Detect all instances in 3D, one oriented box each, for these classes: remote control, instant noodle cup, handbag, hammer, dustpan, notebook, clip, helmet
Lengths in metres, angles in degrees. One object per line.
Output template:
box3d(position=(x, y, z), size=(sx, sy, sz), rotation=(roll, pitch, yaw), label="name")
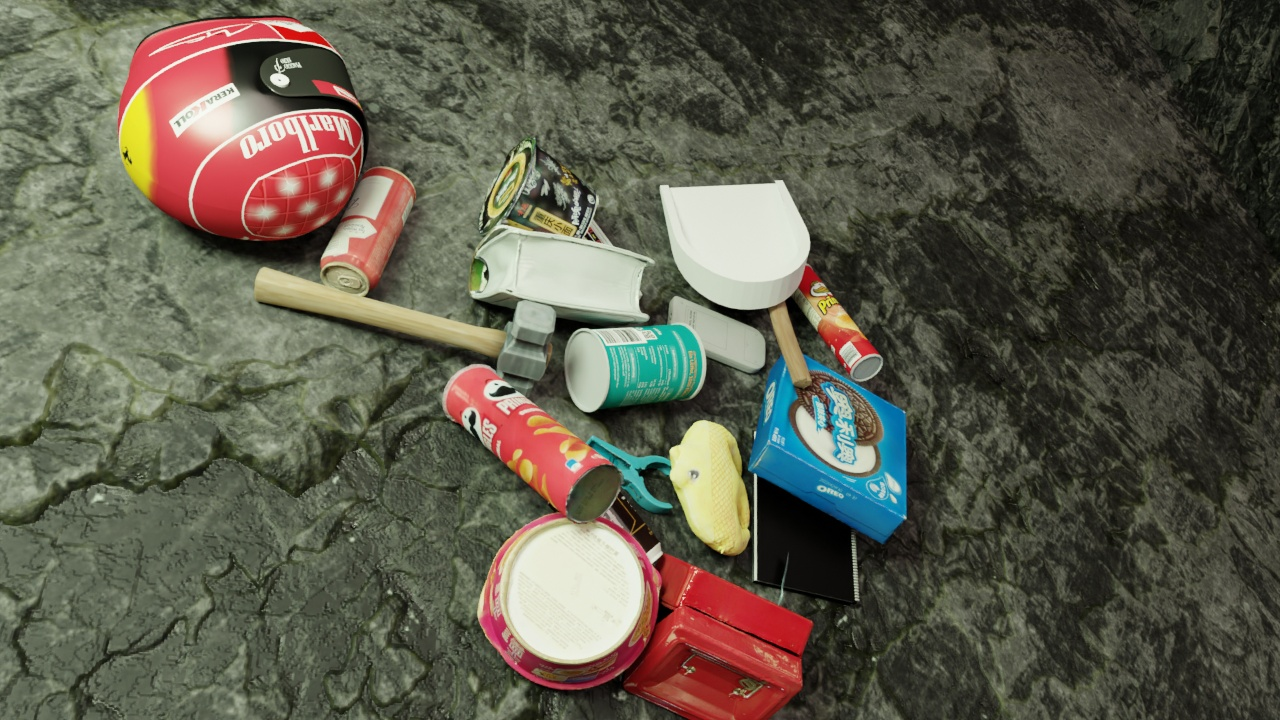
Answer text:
box3d(position=(-0.053, -0.140, 1.252), size=(0.049, 0.024, 0.143), rotation=(-25, 74, -41), label="remote control")
box3d(position=(-0.128, -0.199, 1.184), size=(0.112, 0.138, 0.137), rotation=(26, 48, -28), label="instant noodle cup")
box3d(position=(-0.067, 0.228, 0.901), size=(0.178, 0.078, 0.178), rotation=(2, 69, -5), label="instant noodle cup")
box3d(position=(-0.095, -0.101, 1.122), size=(0.198, 0.142, 0.096), rotation=(8, 85, -28), label="handbag")
box3d(position=(-0.257, -0.043, 1.016), size=(0.322, 0.118, 0.051), rotation=(15, 43, -12), label="hammer")
box3d(position=(0.141, -0.186, 1.314), size=(0.191, 0.053, 0.257), rotation=(-4, 51, -6), label="dustpan")
box3d(position=(0.191, -0.085, 1.303), size=(0.098, 0.052, 0.327), rotation=(9, 43, -16), label="hammer")
box3d(position=(0.106, -0.033, 1.280), size=(0.151, 0.019, 0.074), rotation=(21, 50, -17), label="remote control")
box3d(position=(0.210, 0.197, 1.174), size=(0.149, 0.016, 0.206), rotation=(17, 56, -19), label="notebook")
box3d(position=(-0.010, 0.150, 1.077), size=(0.130, 0.031, 0.121), rotation=(7, 60, -28), label="clip")
box3d(position=(-0.405, -0.240, 0.983), size=(0.270, 0.198, 0.224), rotation=(-29, 69, -41), label="helmet")

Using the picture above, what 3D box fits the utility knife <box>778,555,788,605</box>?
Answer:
box3d(position=(0.152, 0.320, 1.047), size=(0.015, 0.031, 0.224), rotation=(7, 53, 12), label="utility knife")

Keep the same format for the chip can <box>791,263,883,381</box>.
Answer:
box3d(position=(0.277, -0.059, 1.338), size=(0.051, 0.052, 0.214), rotation=(4, 39, -30), label="chip can")

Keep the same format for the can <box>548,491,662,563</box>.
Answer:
box3d(position=(-0.039, 0.179, 1.004), size=(0.071, 0.072, 0.128), rotation=(-32, 79, -42), label="can")

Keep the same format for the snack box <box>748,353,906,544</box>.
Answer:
box3d(position=(0.250, 0.103, 1.197), size=(0.195, 0.056, 0.238), rotation=(29, 34, -3), label="snack box")

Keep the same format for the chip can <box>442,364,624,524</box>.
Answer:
box3d(position=(-0.115, 0.083, 0.944), size=(0.073, 0.073, 0.233), rotation=(-14, 33, -38), label="chip can")

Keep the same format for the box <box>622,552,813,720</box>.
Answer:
box3d(position=(0.087, 0.282, 0.981), size=(0.157, 0.147, 0.155), rotation=(29, 37, -11), label="box")

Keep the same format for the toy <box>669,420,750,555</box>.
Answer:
box3d(position=(0.086, 0.149, 1.098), size=(0.155, 0.065, 0.170), rotation=(36, 42, -42), label="toy")

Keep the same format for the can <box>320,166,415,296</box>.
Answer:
box3d(position=(-0.316, -0.151, 1.068), size=(0.067, 0.068, 0.169), rotation=(23, 50, -16), label="can")

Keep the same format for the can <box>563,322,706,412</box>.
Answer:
box3d(position=(-0.007, 0.007, 1.127), size=(0.143, 0.100, 0.099), rotation=(-5, 62, -34), label="can")
